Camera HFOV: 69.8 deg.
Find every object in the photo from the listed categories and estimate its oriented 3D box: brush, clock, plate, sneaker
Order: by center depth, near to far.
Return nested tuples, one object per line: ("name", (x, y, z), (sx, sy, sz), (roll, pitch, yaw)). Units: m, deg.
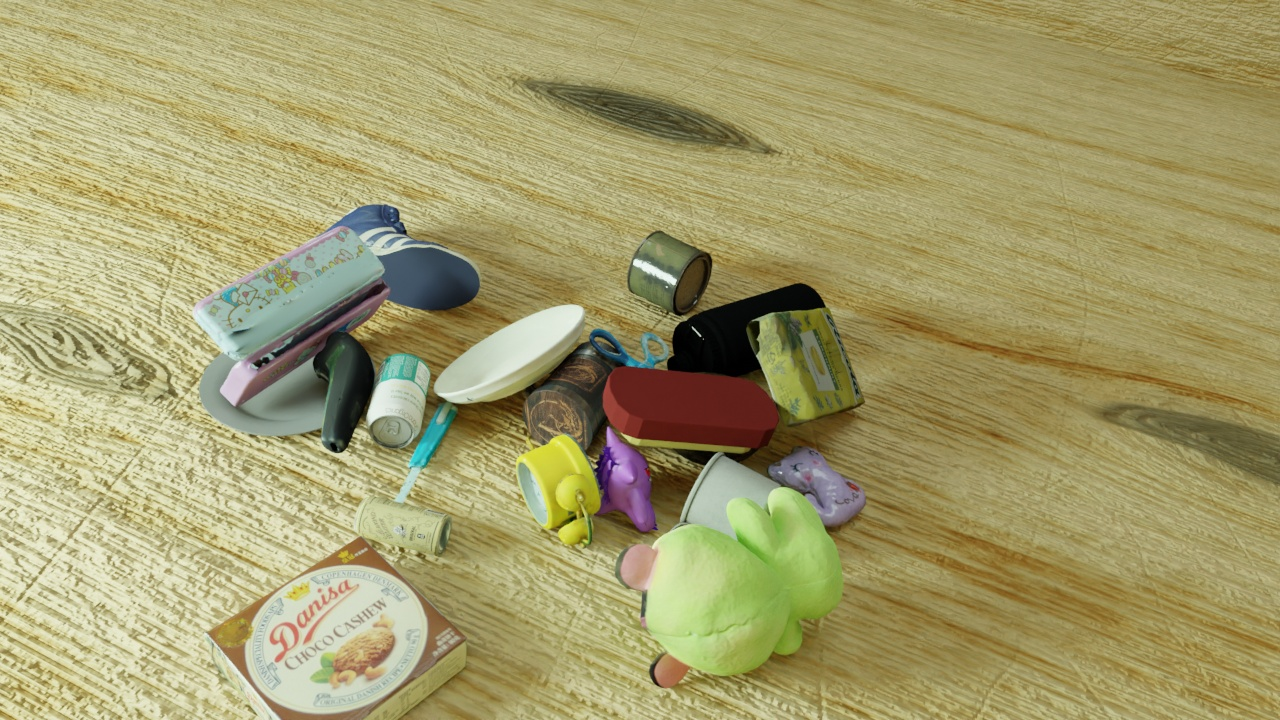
("clock", (-0.071, 0.122, 0.861), (0.057, 0.083, 0.119), (-21, 43, -25))
("brush", (0.047, 0.052, 0.895), (0.173, 0.042, 0.082), (6, 35, -18))
("plate", (-0.376, 0.024, 0.987), (0.178, 0.012, 0.178), (5, 37, -4))
("plate", (-0.135, -0.001, 0.993), (0.182, 0.034, 0.182), (-24, 19, 9))
("sneaker", (-0.293, -0.136, 1.156), (0.233, 0.092, 0.118), (6, 34, 10))

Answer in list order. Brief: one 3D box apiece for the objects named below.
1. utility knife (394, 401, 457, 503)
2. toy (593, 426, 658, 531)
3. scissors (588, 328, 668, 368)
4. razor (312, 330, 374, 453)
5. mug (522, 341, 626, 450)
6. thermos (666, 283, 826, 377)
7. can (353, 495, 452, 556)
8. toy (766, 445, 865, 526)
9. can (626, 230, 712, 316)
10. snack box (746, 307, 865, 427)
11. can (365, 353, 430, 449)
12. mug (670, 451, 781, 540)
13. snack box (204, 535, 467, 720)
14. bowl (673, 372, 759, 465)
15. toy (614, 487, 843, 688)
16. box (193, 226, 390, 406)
("utility knife", (-0.221, 0.094, 0.923), (0.022, 0.015, 0.166), (12, 36, 5))
("toy", (-0.018, 0.115, 0.878), (0.055, 0.088, 0.106), (-13, 42, -16))
("scissors", (-0.006, 0.007, 0.969), (0.118, 0.013, 0.139), (16, 37, -19))
("razor", (-0.311, 0.034, 0.942), (0.067, 0.054, 0.151), (-8, 45, 2))
("mug", (-0.081, 0.034, 0.982), (0.116, 0.080, 0.107), (11, 35, 20))
("thermos", (0.122, -0.028, 1.090), (0.198, 0.086, 0.086), (-18, 44, -30))
("can", (-0.215, 0.150, 0.833), (0.079, 0.038, 0.038), (13, 38, 6))
("toy", (0.178, 0.128, 0.939), (0.080, 0.037, 0.100), (-27, 51, -38))
("can", (0.039, -0.112, 1.179), (0.074, 0.090, 0.089), (28, 42, 24))
("snack box", (0.182, 0.004, 0.988), (0.180, 0.045, 0.121), (-6, 75, -60))
("can", (-0.251, 0.041, 0.954), (0.055, 0.055, 0.101), (3, 38, -7))
("mug", (0.078, 0.148, 0.861), (0.070, 0.084, 0.113), (26, 55, 18))
("snack box", (-0.238, 0.228, 0.725), (0.147, 0.041, 0.142), (33, 44, 28))
("bowl", (0.075, 0.072, 0.975), (0.121, 0.056, 0.121), (5, 37, -4))
("toy", (0.088, 0.190, 0.762), (0.196, 0.150, 0.107), (-24, 18, -36))
("box", (-0.372, -0.053, 0.975), (0.091, 0.090, 0.213), (47, 43, -3))
